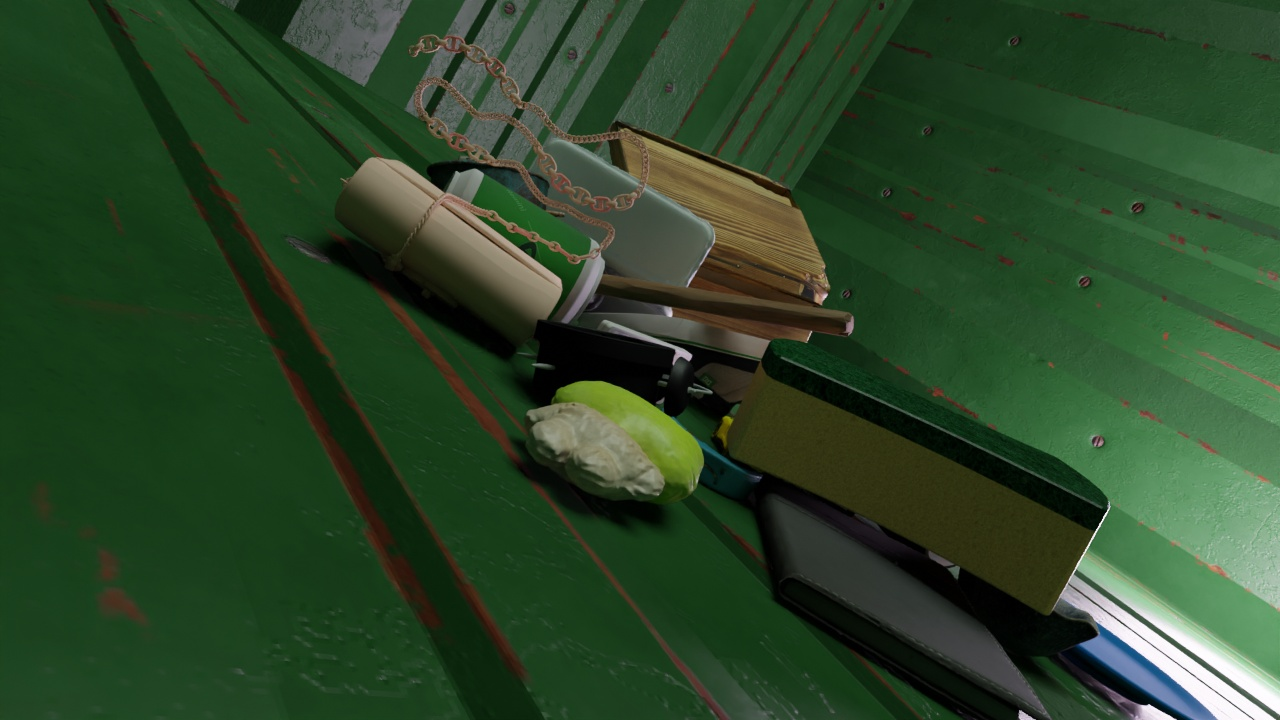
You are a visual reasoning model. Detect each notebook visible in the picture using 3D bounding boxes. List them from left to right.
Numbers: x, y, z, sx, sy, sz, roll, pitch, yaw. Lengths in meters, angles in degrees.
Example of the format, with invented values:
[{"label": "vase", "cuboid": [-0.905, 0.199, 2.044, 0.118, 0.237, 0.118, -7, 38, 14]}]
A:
[{"label": "notebook", "cuboid": [0.149, 0.141, 0.571, 0.169, 0.029, 0.208, 30, 12, -1]}]

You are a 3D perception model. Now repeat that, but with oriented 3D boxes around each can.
[{"label": "can", "cuboid": [-0.106, -0.089, 0.752, 0.140, 0.088, 0.087, 30, 9, -18]}]

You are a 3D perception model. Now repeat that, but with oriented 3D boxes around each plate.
[{"label": "plate", "cuboid": [0.404, 0.259, 0.822, 0.224, 0.024, 0.224, 31, 8, -5]}]

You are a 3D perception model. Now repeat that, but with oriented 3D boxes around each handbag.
[{"label": "handbag", "cuboid": [-0.106, -0.128, 0.633, 0.198, 0.187, 0.116, 35, 1, -10]}]

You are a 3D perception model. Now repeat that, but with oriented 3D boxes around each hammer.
[{"label": "hammer", "cuboid": [0.035, -0.059, 0.855, 0.329, 0.052, 0.098, 11, -1, 24]}]

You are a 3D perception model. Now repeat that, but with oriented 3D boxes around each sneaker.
[{"label": "sneaker", "cuboid": [0.052, 0.007, 0.874, 0.235, 0.079, 0.084, 13, -1, -12]}]

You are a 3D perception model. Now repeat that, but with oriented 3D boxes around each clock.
[{"label": "clock", "cuboid": [-0.163, -0.156, 0.898, 0.158, 0.073, 0.121, 3, -3, 31]}, {"label": "clock", "cuboid": [-0.013, 0.007, 0.581, 0.120, 0.042, 0.091, 11, 4, -17]}]

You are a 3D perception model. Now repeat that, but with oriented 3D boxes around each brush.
[{"label": "brush", "cuboid": [0.195, 0.070, 0.669, 0.250, 0.075, 0.194, 26, 10, 13]}]

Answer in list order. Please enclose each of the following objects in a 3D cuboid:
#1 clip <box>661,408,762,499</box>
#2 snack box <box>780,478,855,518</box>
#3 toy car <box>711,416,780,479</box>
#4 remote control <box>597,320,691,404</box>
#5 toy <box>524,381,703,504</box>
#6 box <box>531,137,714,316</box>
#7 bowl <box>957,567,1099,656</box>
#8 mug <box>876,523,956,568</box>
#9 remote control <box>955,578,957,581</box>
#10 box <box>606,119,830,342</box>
[{"label": "clip", "cuboid": [0.038, 0.065, 0.616, 0.119, 0.033, 0.121, 36, 8, -3]}, {"label": "snack box", "cuboid": [0.154, 0.100, 0.824, 0.080, 0.025, 0.147, 33, 8, 7]}, {"label": "toy car", "cuboid": [0.088, 0.072, 0.738, 0.049, 0.030, 0.107, 32, 10, -9]}, {"label": "remote control", "cuboid": [-0.004, 0.004, 0.714, 0.011, 0.050, 0.135, 37, 10, 29]}, {"label": "toy", "cuboid": [-0.016, 0.043, 0.471, 0.092, 0.046, 0.115, 34, 15, 18]}, {"label": "box", "cuboid": [-0.042, -0.116, 0.970, 0.211, 0.186, 0.084, 35, 31, 8]}, {"label": "bowl", "cuboid": [0.281, 0.186, 0.691, 0.110, 0.055, 0.110, 31, 8, -5]}, {"label": "mug", "cuboid": [0.258, 0.143, 0.818, 0.119, 0.085, 0.100, 62, 2, -32]}, {"label": "remote control", "cuboid": [0.244, 0.180, 0.747, 0.124, 0.009, 0.046, 27, 10, -30]}, {"label": "box", "cuboid": [0.078, -0.142, 1.153, 0.279, 0.221, 0.258, 17, 16, -22]}]
